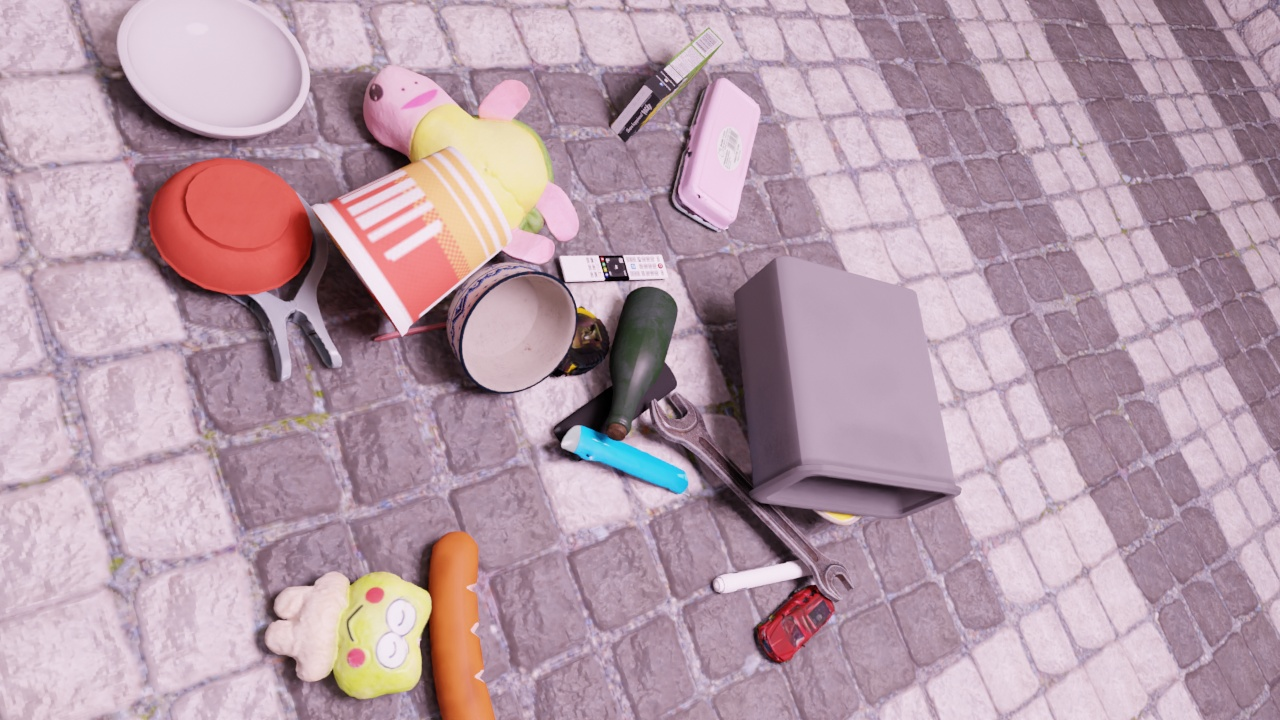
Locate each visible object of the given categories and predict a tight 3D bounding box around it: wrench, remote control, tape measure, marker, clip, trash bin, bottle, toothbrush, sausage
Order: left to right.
[{"bbox_3d":[-0.323,-0.059,0.744,0.143,0.029,0.172,-6,70,-32],"label":"clip"},{"bbox_3d":[-0.142,0.216,0.716,0.044,0.039,0.164,5,66,-36],"label":"sausage"},{"bbox_3d":[-0.157,-0.038,0.842,0.184,0.015,0.015,-17,81,-35],"label":"toothbrush"},{"bbox_3d":[-0.061,-0.018,0.875,0.062,0.038,0.067,-7,71,-34],"label":"tape measure"},{"bbox_3d":[-0.028,-0.094,0.947,0.124,0.012,0.028,-5,71,-33],"label":"remote control"},{"bbox_3d":[-0.020,0.043,0.883,0.151,0.020,0.041,-36,90,-39],"label":"remote control"},{"bbox_3d":[-0.005,0.005,0.869,0.055,0.055,0.173,31,45,-16],"label":"bottle"},{"bbox_3d":[0.110,0.133,0.898,0.273,0.010,0.069,46,34,-1],"label":"wrench"},{"bbox_3d":[0.126,0.209,0.896,0.133,0.020,0.017,-3,84,-30],"label":"marker"},{"bbox_3d":[0.196,0.029,0.898,0.191,0.098,0.219,11,61,-26],"label":"trash bin"}]

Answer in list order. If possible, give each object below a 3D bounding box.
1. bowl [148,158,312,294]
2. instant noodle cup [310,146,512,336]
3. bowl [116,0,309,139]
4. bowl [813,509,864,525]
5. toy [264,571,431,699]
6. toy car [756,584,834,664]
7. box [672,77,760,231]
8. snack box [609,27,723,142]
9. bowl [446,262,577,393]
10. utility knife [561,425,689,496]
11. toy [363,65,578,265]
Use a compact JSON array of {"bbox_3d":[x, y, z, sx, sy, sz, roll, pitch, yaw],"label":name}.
[{"bbox_3d":[-0.321,-0.114,0.730,0.122,0.035,0.121,13,61,-25],"label":"bowl"},{"bbox_3d":[-0.183,-0.106,0.761,0.121,0.123,0.123,-35,89,-12],"label":"instant noodle cup"},{"bbox_3d":[-0.368,-0.248,0.793,0.149,0.043,0.149,13,62,-26],"label":"bowl"},{"bbox_3d":[0.200,0.079,0.975,0.188,0.060,0.218,31,55,-15],"label":"bowl"},{"bbox_3d":[-0.214,0.199,0.678,0.115,0.046,0.092,14,64,-16],"label":"toy"},{"bbox_3d":[0.150,0.252,0.881,0.091,0.036,0.042,-30,86,-32],"label":"toy car"},{"bbox_3d":[0.092,-0.241,1.075,0.086,0.045,0.201,30,55,-23],"label":"box"},{"bbox_3d":[0.031,-0.314,1.041,0.025,0.080,0.147,44,53,-6],"label":"snack box"},{"bbox_3d":[-0.120,-0.035,0.811,0.115,0.116,0.059,-11,32,-34],"label":"bowl"},{"bbox_3d":[-0.010,0.095,0.855,0.158,0.015,0.031,27,63,-31],"label":"utility knife"},{"bbox_3d":[-0.164,-0.181,0.858,0.238,0.088,0.190,40,76,-3],"label":"toy"}]
